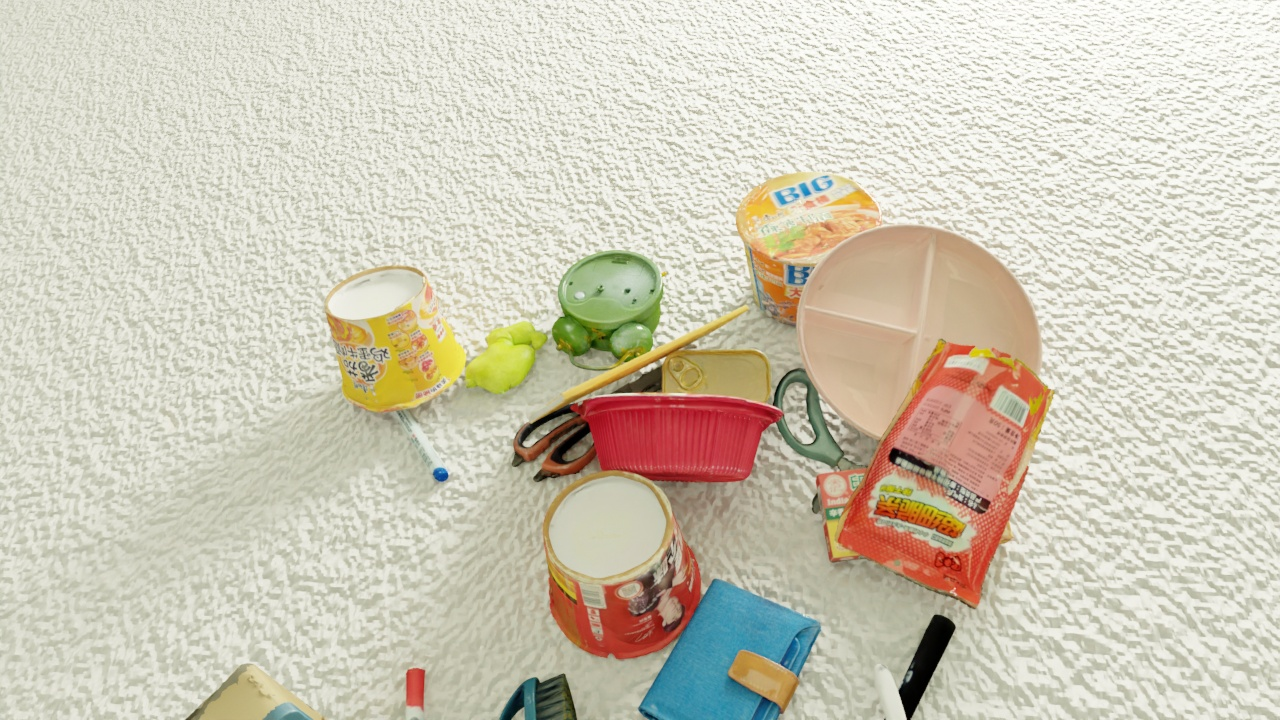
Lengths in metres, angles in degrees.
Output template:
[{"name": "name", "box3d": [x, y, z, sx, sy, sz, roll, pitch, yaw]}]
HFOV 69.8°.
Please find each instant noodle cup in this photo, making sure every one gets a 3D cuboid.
[{"name": "instant noodle cup", "box3d": [0.031, 0.074, 0.830, 0.194, 0.194, 0.065, 1, 79, 11]}, {"name": "instant noodle cup", "box3d": [0.181, -0.114, 0.992, 0.151, 0.111, 0.151, -5, 49, 5]}, {"name": "instant noodle cup", "box3d": [-0.019, 0.168, 0.781, 0.138, 0.109, 0.137, -5, 49, 5]}, {"name": "instant noodle cup", "box3d": [-0.266, -0.029, 0.979, 0.138, 0.110, 0.137, -6, 36, 4]}]

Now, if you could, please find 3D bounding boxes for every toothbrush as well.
[{"name": "toothbrush", "box3d": [0.202, 0.309, 0.664, 0.016, 0.016, 0.179, -7, 56, -8]}]

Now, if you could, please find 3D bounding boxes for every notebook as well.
[{"name": "notebook", "box3d": [-0.005, 0.005, 0.902, 0.206, 0.146, 0.010, -26, 88, -21]}]

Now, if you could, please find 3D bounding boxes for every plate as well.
[{"name": "plate", "box3d": [0.259, -0.022, 0.864, 0.229, 0.028, 0.229, 0, 69, -1]}]

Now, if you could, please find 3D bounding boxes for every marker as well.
[{"name": "marker", "box3d": [-0.182, 0.319, 0.737, 0.017, 0.017, 0.145, -11, 48, 0]}, {"name": "marker", "box3d": [0.215, 0.258, 0.721, 0.022, 0.020, 0.131, 32, 60, 12]}, {"name": "marker", "box3d": [-0.237, 0.075, 0.961, 0.016, 0.017, 0.146, -31, 51, -17]}]

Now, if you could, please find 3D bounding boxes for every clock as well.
[{"name": "clock", "box3d": [-0.034, -0.052, 1.012, 0.116, 0.056, 0.160, 6, 50, 15]}]

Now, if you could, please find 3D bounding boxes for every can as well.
[{"name": "can", "box3d": [0.074, 0.026, 0.895, 0.102, 0.083, 0.057, -1, 77, 4]}]

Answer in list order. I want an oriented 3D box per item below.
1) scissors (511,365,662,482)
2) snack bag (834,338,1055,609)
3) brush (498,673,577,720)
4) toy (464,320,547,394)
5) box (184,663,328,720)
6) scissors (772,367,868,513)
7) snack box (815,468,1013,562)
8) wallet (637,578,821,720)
[{"name": "scissors", "box3d": [-0.024, 0.057, 0.942, 0.209, 0.015, 0.181, -2, 47, 8]}, {"name": "snack bag", "box3d": [0.262, 0.089, 0.778, 0.128, 0.073, 0.207, 26, 77, 12]}, {"name": "brush", "box3d": [-0.079, 0.313, 0.699, 0.073, 0.055, 0.143, -12, 48, -1]}, {"name": "toy", "box3d": [-0.147, -0.004, 1.006, 0.097, 0.031, 0.100, -15, 44, 0]}, {"name": "box", "box3d": [-0.268, 0.291, 0.666, 0.063, 0.184, 0.089, 32, 65, 27]}, {"name": "scissors", "box3d": [0.212, 0.064, 0.863, 0.170, 0.019, 0.174, -27, 67, -7]}, {"name": "snack box", "box3d": [0.239, 0.131, 0.810, 0.156, 0.027, 0.077, -7, 67, 3]}, {"name": "wallet", "box3d": [0.074, 0.250, 0.742, 0.106, 0.040, 0.132, 18, 55, 29]}]
